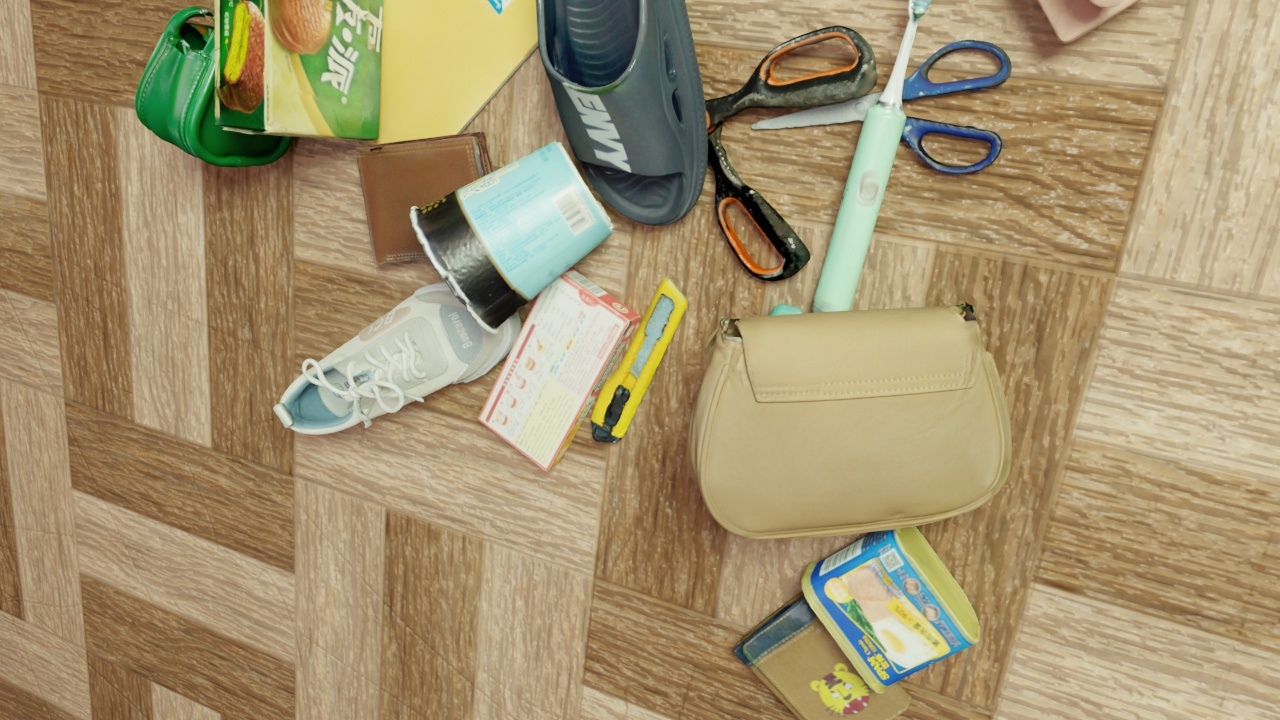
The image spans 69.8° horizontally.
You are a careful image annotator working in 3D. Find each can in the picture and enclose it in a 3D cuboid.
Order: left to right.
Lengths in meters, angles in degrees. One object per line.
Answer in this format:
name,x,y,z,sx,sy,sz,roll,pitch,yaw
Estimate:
can,0.181,0.175,0.663,0.083,0.057,0.102,-37,88,25

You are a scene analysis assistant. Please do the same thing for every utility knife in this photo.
utility knife,-0.004,0.004,0.722,0.033,0.015,0.154,30,114,11

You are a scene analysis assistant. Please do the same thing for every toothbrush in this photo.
toothbrush,0.152,-0.131,0.597,0.026,0.027,0.225,10,115,-3

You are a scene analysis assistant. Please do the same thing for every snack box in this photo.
snack box,-0.254,-0.290,0.690,0.063,0.114,0.240,12,104,25
snack box,-0.069,0.008,0.746,0.077,0.027,0.156,35,115,12

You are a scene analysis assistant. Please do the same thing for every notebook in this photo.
notebook,-0.168,-0.256,0.728,0.207,0.010,0.146,-40,86,28

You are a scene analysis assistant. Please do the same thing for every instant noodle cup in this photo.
instant noodle cup,-0.088,-0.098,0.677,0.120,0.111,0.111,-33,89,3

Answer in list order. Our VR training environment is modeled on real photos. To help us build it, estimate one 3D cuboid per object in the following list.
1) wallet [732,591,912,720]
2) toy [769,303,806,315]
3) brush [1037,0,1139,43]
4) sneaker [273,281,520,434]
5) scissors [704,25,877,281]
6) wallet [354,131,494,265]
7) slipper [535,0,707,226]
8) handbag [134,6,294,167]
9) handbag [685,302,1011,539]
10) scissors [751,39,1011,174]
wallet,0.139,0.244,0.715,0.115,0.033,0.090,46,116,3
toy,0.121,-0.002,0.658,0.097,0.030,0.092,-39,91,20
brush,0.232,-0.257,0.513,0.063,0.072,0.145,-30,89,28
sneaker,-0.214,0.002,0.775,0.243,0.090,0.089,-23,94,27
scissors,0.060,-0.161,0.639,0.221,0.021,0.234,-26,94,33
wallet,-0.172,-0.129,0.746,0.125,0.032,0.101,0,112,21
slipper,-0.029,-0.209,0.603,0.111,0.083,0.268,11,124,33
handbag,-0.333,-0.223,0.745,0.068,0.131,0.120,32,112,9
handbag,0.131,0.036,0.600,0.204,0.099,0.148,-3,108,-7
scissors,0.158,-0.175,0.603,0.171,0.012,0.141,38,118,12
